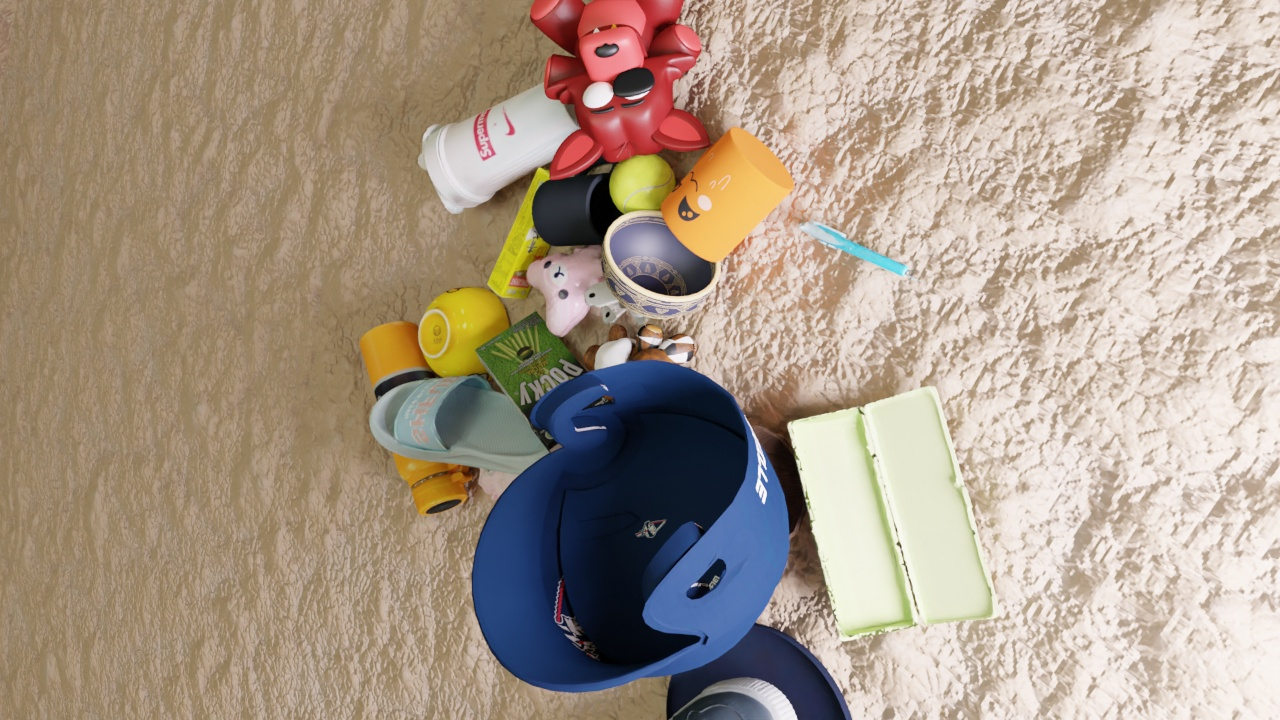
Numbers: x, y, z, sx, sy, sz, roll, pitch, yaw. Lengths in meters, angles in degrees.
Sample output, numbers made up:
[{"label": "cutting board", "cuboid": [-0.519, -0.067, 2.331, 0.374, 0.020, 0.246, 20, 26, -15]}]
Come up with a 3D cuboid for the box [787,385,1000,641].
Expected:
[{"label": "box", "cuboid": [0.203, 0.126, 0.752, 0.141, 0.047, 0.187, -20, 77, 28]}]

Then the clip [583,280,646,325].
[{"label": "clip", "cuboid": [-0.024, -0.062, 0.926, 0.054, 0.040, 0.101, -26, 45, 13]}]

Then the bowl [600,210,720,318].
[{"label": "bowl", "cuboid": [0.013, -0.081, 0.873, 0.112, 0.112, 0.061, 57, 147, 25]}]

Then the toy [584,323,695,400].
[{"label": "toy", "cuboid": [-0.005, 0.005, 0.912, 0.113, 0.067, 0.087, 12, 96, 48]}]

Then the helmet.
[{"label": "helmet", "cuboid": [-0.009, 0.155, 0.754, 0.272, 0.223, 0.232, -29, 47, -8]}]

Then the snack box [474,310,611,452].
[{"label": "snack box", "cuboid": [-0.104, 0.021, 0.979, 0.080, 0.025, 0.147, -34, 60, -13]}]

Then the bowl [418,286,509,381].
[{"label": "bowl", "cuboid": [-0.216, -0.030, 1.074, 0.117, 0.067, 0.117, -1, 88, 39]}]

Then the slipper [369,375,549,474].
[{"label": "slipper", "cuboid": [-0.190, 0.061, 1.010, 0.246, 0.103, 0.074, 10, 138, 24]}]

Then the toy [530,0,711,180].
[{"label": "toy", "cuboid": [-0.020, -0.272, 0.868, 0.158, 0.120, 0.197, -9, 65, 9]}]

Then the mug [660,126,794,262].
[{"label": "mug", "cuboid": [0.075, -0.162, 0.844, 0.096, 0.077, 0.112, -44, 37, 29]}]

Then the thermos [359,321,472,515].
[{"label": "thermos", "cuboid": [-0.268, 0.066, 1.109, 0.092, 0.076, 0.232, -38, 66, 40]}]

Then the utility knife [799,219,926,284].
[{"label": "utility knife", "cuboid": [0.189, -0.092, 0.777, 0.124, 0.022, 0.015, 33, 102, 35]}]

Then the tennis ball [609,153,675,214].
[{"label": "tennis ball", "cuboid": [0.002, -0.171, 0.902, 0.065, 0.065, 0.065, -1, 89, 39]}]

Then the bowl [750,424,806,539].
[{"label": "bowl", "cuboid": [0.106, 0.116, 0.835, 0.118, 0.030, 0.118, 0, 89, 39]}]

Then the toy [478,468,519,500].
[{"label": "toy", "cuboid": [-0.125, 0.134, 1.014, 0.110, 0.047, 0.063, 5, 94, 27]}]

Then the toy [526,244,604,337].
[{"label": "toy", "cuboid": [-0.072, -0.085, 0.970, 0.096, 0.052, 0.099, -35, 58, 18]}]

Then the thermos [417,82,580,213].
[{"label": "thermos", "cuboid": [-0.147, -0.243, 1.010, 0.221, 0.099, 0.099, -17, 78, 33]}]

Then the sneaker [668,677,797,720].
[{"label": "sneaker", "cuboid": [0.037, 0.361, 0.823, 0.236, 0.087, 0.089, -44, 63, 30]}]

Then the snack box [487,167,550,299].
[{"label": "snack box", "cuboid": [-0.120, -0.139, 1.016, 0.029, 0.040, 0.148, 41, 114, 32]}]

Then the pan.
[{"label": "pan", "cuboid": [0.072, 0.274, 0.865, 0.199, 0.021, 0.356, -42, 65, 30]}]

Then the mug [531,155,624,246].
[{"label": "mug", "cuboid": [-0.055, -0.169, 0.953, 0.078, 0.071, 0.105, 4, 65, 39]}]
